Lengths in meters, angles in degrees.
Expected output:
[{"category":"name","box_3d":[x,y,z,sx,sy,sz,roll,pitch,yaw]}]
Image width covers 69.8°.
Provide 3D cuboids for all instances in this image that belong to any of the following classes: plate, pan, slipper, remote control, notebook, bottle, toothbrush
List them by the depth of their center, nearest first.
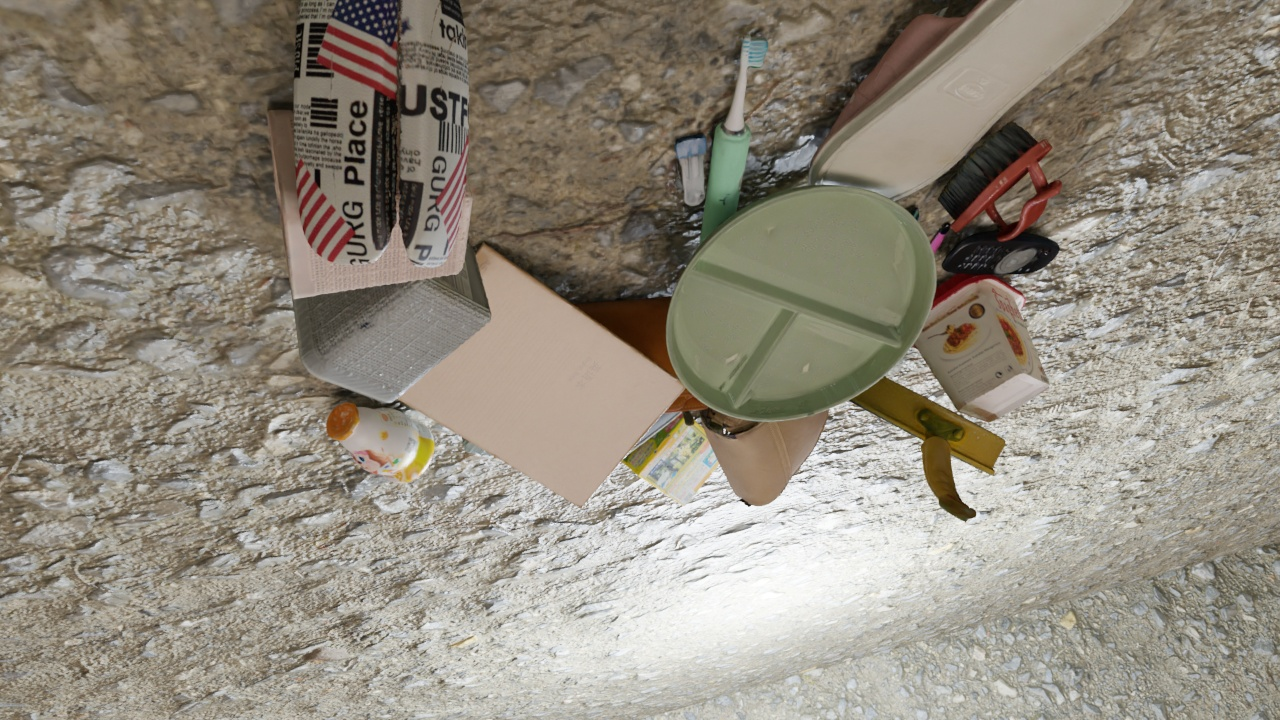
[{"category":"slipper","box_3d":[0.215,-0.196,0.644,0.114,0.054,0.275,6,153,-27]},{"category":"toothbrush","box_3d":[0.065,-0.148,0.681,0.027,0.026,0.225,7,148,2]},{"category":"plate","box_3d":[0.131,-0.044,0.756,0.230,0.027,0.231,-8,128,-10]},{"category":"notebook","box_3d":[-0.088,0.019,0.761,0.211,0.012,0.150,35,106,-21]},{"category":"bottle","box_3d":[-0.243,0.073,0.855,0.063,0.063,0.108,-25,148,14]},{"category":"remote control","box_3d":[0.347,-0.105,0.889,0.136,0.024,0.053,-1,145,-26]},{"category":"pan","box_3d":[0.279,0.079,0.901,0.078,0.198,0.357,-63,179,5]},{"category":"toothbrush","box_3d":[0.267,-0.069,0.918,0.014,0.017,0.190,-6,147,-16]},{"category":"plate","box_3d":[-0.006,0.075,0.921,0.179,0.024,0.179,-38,176,-3]}]

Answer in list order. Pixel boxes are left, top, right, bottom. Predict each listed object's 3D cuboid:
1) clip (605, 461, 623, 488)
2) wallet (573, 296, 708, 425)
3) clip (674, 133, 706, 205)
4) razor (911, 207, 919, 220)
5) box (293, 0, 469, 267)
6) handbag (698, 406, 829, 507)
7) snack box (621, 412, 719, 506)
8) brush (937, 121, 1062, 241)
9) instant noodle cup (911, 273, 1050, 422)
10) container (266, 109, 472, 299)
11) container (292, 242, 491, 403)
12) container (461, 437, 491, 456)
[{"category":"clip","box_3d":[-0.033,0.116,1.054,0.099,0.035,0.099,8,142,-36]},{"category":"wallet","box_3d":[-0.005,0.005,0.819,0.130,0.119,0.035,-6,177,-19]},{"category":"clip","box_3d":[0.037,-0.145,0.685,0.024,0.028,0.057,-15,141,-8]},{"category":"razor","box_3d":[0.238,-0.090,0.866,0.042,0.022,0.143,-58,159,-18]},{"category":"box","box_3d":[-0.143,-0.134,0.507,0.085,0.162,0.075,7,-168,7]},{"category":"handbag","box_3d":[0.120,0.048,0.922,0.147,0.100,0.205,-55,147,-21]},{"category":"snack box","box_3d":[0.042,0.109,1.047,0.087,0.034,0.140,-51,148,-2]},{"category":"brush","box_3d":[0.284,-0.134,0.714,0.063,0.069,0.146,-40,172,3]},{"category":"instant noodle cup","box_3d":[0.348,-0.011,0.945,0.116,0.124,0.117,16,136,-43]},{"category":"container","box_3d":[-0.171,-0.102,0.582,0.110,0.089,0.090,-8,149,-21]},{"category":"container","box_3d":[-0.180,-0.042,0.675,0.114,0.090,0.090,-33,147,20]},{"category":"container","box_3d":[-0.104,0.038,0.845,0.111,0.089,0.090,10,140,-32]}]
